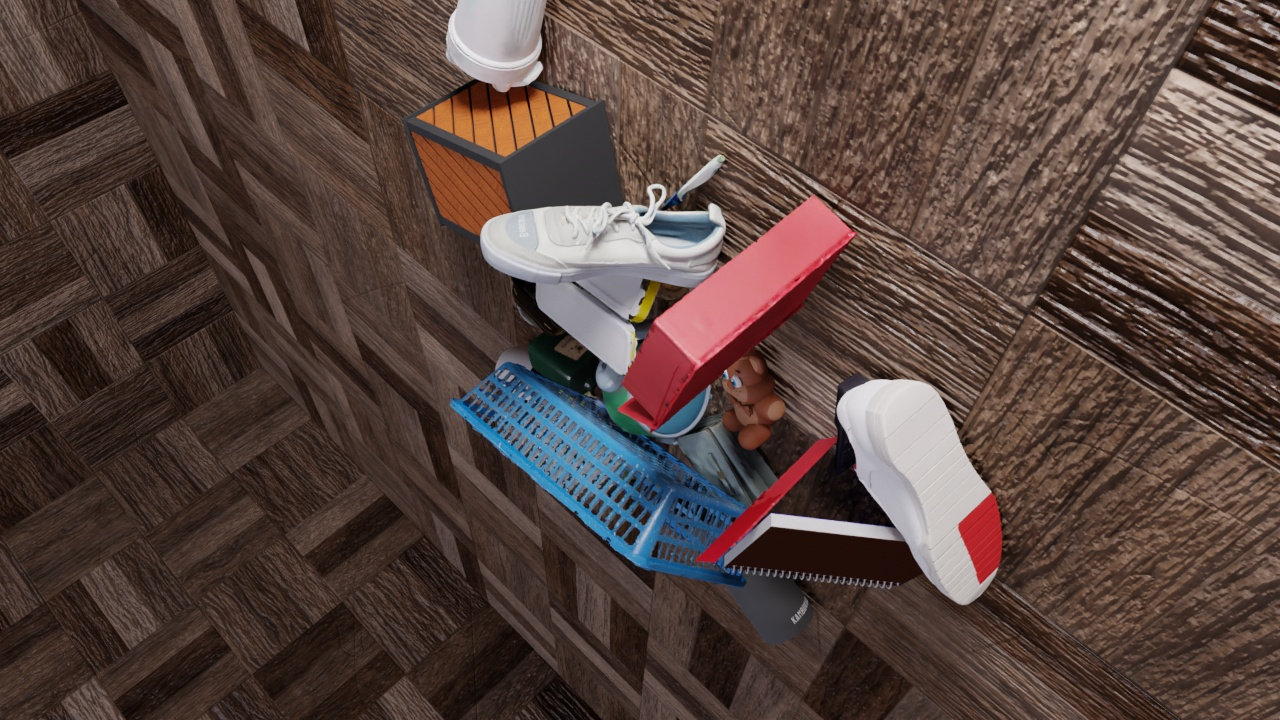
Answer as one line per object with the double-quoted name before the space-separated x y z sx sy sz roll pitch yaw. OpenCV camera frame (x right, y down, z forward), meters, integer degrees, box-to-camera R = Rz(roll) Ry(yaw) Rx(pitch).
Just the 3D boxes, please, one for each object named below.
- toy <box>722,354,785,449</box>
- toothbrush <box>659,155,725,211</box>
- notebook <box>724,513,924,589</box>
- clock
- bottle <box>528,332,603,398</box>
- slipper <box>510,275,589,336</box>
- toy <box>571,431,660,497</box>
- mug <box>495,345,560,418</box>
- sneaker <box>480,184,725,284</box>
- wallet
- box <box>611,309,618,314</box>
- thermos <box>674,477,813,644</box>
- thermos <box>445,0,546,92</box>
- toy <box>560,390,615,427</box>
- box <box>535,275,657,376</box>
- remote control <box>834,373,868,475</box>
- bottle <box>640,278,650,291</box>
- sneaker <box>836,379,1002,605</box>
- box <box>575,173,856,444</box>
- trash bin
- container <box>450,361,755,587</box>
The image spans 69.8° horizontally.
"toy" 0.116 0.028 1.005 0.095 0.065 0.128 38 150 53
"toothbrush" 0.042 -0.164 0.931 0.017 0.016 0.189 43 155 -7
"notebook" 0.212 0.207 0.981 0.209 0.022 0.172 8 152 -9
"clock" 0.007 0.017 1.085 0.075 0.121 0.161 5 140 54
"bottle" -0.096 0.012 1.315 0.131 0.061 0.061 35 152 29
"slipper" -0.124 -0.096 1.206 0.113 0.075 0.268 50 154 3
"toy" -0.041 0.151 1.383 0.179 0.078 0.153 38 150 -11
"mug" -0.165 0.038 1.425 0.097 0.078 0.112 15 117 50
"sneaker" -0.032 -0.129 0.896 0.091 0.242 0.089 111 157 -50
"wallet" 0.109 0.133 1.155 0.131 0.054 0.101 57 144 -3
"box" -0.005 0.006 1.162 0.042 0.082 0.187 -2 122 41
"thermos" 0.137 0.266 1.250 0.240 0.082 0.082 55 153 -9
"thermos" -0.127 -0.353 0.873 0.099 0.099 0.221 47 150 7
"toy" -0.073 0.065 1.367 0.115 0.046 0.092 17 140 36
"box" -0.056 -0.079 1.033 0.209 0.036 0.130 37 121 44
"remote control" 0.212 0.067 0.939 0.015 0.032 0.137 45 156 37
"bottle" 0.003 -0.100 1.025 0.105 0.056 0.056 14 135 51
"sneaker" 0.259 0.121 0.881 0.236 0.090 0.104 59 161 -18
"box" 0.080 -0.041 0.803 0.153 0.214 0.164 19 138 49
"trash bin" -0.136 -0.212 1.007 0.172 0.139 0.140 30 147 36
"container" -0.034 0.129 1.122 0.362 0.089 0.257 33 -177 37
